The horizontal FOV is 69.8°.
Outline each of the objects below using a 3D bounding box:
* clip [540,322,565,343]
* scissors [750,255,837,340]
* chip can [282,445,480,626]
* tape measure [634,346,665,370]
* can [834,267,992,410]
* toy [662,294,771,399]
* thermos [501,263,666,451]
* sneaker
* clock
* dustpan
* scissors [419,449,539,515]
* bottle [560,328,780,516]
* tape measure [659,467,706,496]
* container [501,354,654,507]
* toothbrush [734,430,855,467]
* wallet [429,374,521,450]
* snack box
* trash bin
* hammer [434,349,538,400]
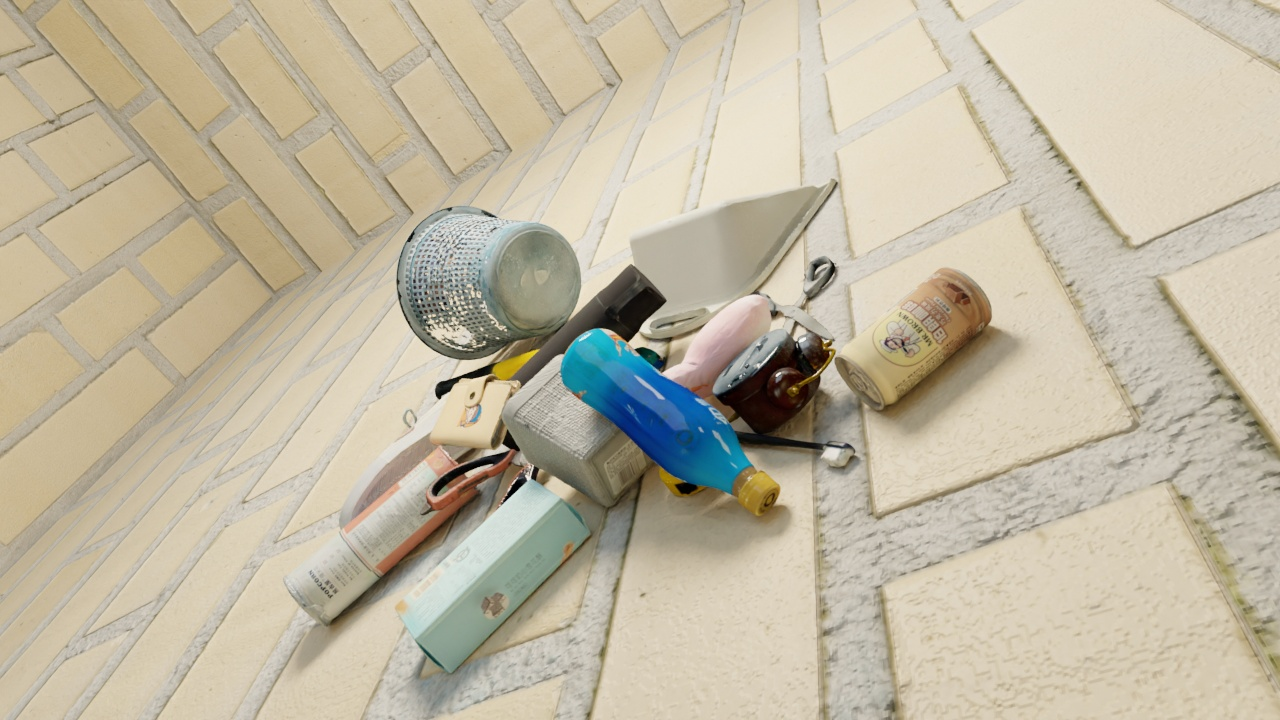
[{"bbox_3d":[-0.119,-0.032,1.272,0.058,0.043,0.026,-19,30,52],"label":"clip"},{"bbox_3d":[0.156,-0.051,0.929,0.159,0.014,0.181,-45,26,-16],"label":"scissors"},{"bbox_3d":[-0.278,0.188,0.998,0.214,0.071,0.071,-42,23,-13],"label":"chip can"},{"bbox_3d":[-0.006,0.006,1.028,0.054,0.025,0.058,-40,22,-12],"label":"tape measure"},{"bbox_3d":[0.213,-0.018,0.717,0.116,0.058,0.058,-39,23,-6],"label":"can"},{"bbox_3d":[0.063,0.001,0.861,0.159,0.054,0.121,-40,-12,-19],"label":"toy"},{"bbox_3d":[-0.079,-0.004,1.023,0.243,0.068,0.090,-45,-8,9],"label":"thermos"},{"bbox_3d":[-0.282,0.117,1.111,0.091,0.089,0.241,10,44,40],"label":"sneaker"},{"bbox_3d":[0.115,0.015,0.771,0.122,0.055,0.081,-29,17,53],"label":"clock"},{"bbox_3d":[0.102,-0.120,1.144,0.257,0.142,0.223,-16,4,-44],"label":"dustpan"},{"bbox_3d":[-0.128,0.111,0.960,0.189,0.015,0.226,-4,41,21],"label":"scissors"},{"bbox_3d":[0.023,0.051,0.747,0.065,0.065,0.219,-42,55,-15],"label":"bottle"},{"bbox_3d":[0.043,0.088,0.791,0.057,0.029,0.060,-33,22,9],"label":"tape measure"},{"bbox_3d":[-0.051,0.067,0.855,0.114,0.090,0.090,27,62,39],"label":"container"},{"bbox_3d":[0.105,0.069,0.759,0.181,0.015,0.018,3,53,56],"label":"toothbrush"},{"bbox_3d":[-0.183,0.055,1.017,0.115,0.024,0.087,-2,61,46],"label":"wallet"},{"bbox_3d":[-0.131,0.187,0.815,0.174,0.051,0.074,-44,25,-16],"label":"snack box"},{"bbox_3d":[-0.196,-0.109,1.281,0.195,0.226,0.226,4,45,50],"label":"trash bin"},{"bbox_3d":[-0.186,0.015,1.236,0.302,0.033,0.128,-17,16,45],"label":"hammer"}]
